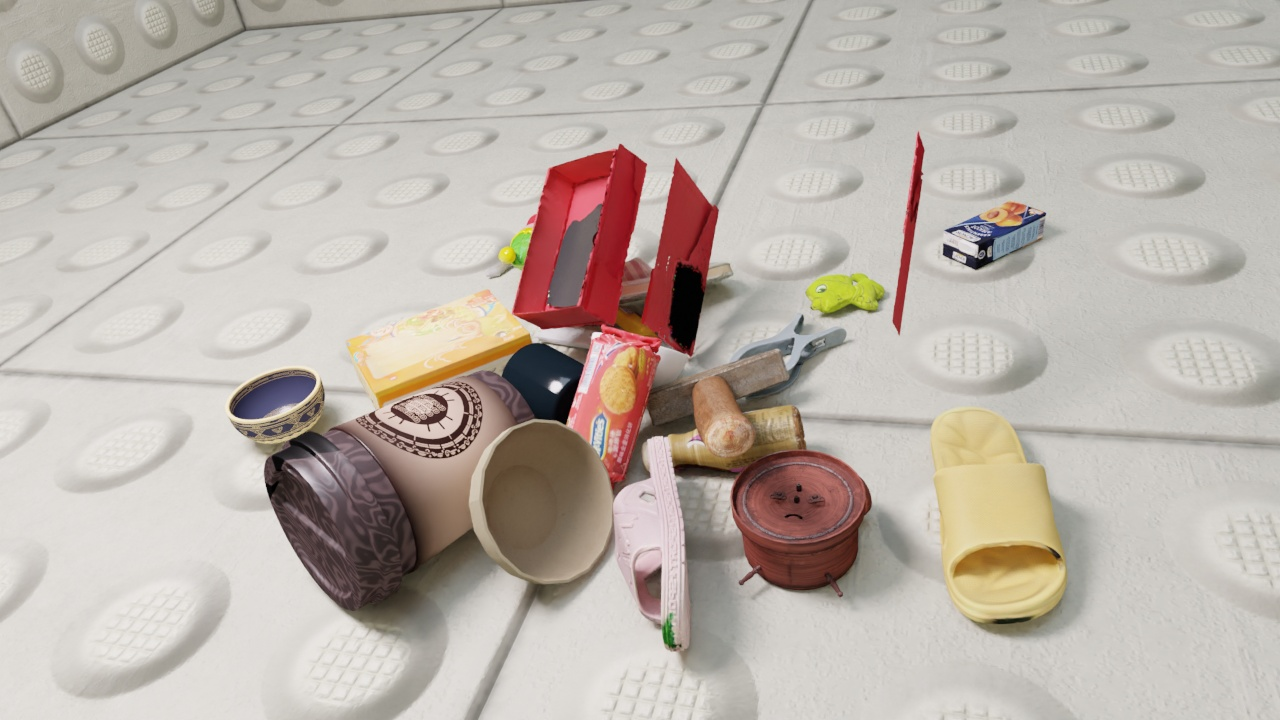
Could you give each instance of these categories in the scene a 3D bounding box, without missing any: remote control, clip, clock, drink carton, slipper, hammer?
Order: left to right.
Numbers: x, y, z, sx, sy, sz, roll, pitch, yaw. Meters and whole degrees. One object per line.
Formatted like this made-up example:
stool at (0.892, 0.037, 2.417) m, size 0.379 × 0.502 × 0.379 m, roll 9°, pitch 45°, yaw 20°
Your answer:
remote control at (-0.072, -0.027, 1.191) m, size 0.131 × 0.012 × 0.033 m, roll 10°, pitch 36°, yaw 27°
slipper at (-0.007, -0.107, 1.227) m, size 0.263 × 0.052 × 0.115 m, roll -11°, pitch -1°, yaw -7°
slipper at (0.007, 0.154, 0.830) m, size 0.064 × 0.094 × 0.238 m, roll -5°, pitch 31°, yaw 1°
clip at (0.028, -0.059, 1.185) m, size 0.056 × 0.056 × 0.102 m, roll 7°, pitch 21°, yaw -37°
hammer at (0.080, 0.044, 0.886) m, size 0.158 × 0.037 × 0.300 m, roll -19°, pitch 6°, yaw 4°
clip at (0.178, 0.000, 1.075) m, size 0.112 × 0.028 × 0.162 m, roll 25°, pitch 48°, yaw 39°
clock at (0.147, 0.137, 0.837) m, size 0.121 × 0.072 × 0.157 m, roll 2°, pitch 36°, yaw 18°
slipper at (0.315, 0.116, 0.821) m, size 0.099 × 0.078 × 0.262 m, roll -1°, pitch 34°, yaw 10°
drink carton at (0.474, -0.170, 1.235) m, size 0.129 × 0.040 × 0.064 m, roll -24°, pitch 36°, yaw -20°

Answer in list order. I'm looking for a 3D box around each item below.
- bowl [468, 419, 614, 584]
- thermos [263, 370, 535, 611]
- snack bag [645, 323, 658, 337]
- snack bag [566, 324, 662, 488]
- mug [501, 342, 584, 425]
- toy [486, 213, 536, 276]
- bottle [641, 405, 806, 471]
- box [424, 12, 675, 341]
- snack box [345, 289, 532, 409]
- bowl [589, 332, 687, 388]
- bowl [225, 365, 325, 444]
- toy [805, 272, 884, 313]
bowl at (-0.099, 0.134, 0.861) m, size 0.051 × 0.152 × 0.151 m, roll -21°, pitch 18°, yaw 46°
thermos at (-0.220, 0.112, 0.896) m, size 0.173 × 0.173 × 0.225 m, roll 23°, pitch 39°, yaw 39°
snack bag at (-0.012, -0.049, 1.198) m, size 0.026 × 0.020 × 0.099 m, roll 0°, pitch 24°, yaw -35°
snack bag at (-0.036, 0.052, 0.962) m, size 0.082 × 0.082 × 0.176 m, roll 11°, pitch 78°, yaw 28°
mug at (-0.085, 0.035, 1.054) m, size 0.121 × 0.085 × 0.094 m, roll -1°, pitch 21°, yaw -45°
toy at (-0.167, -0.171, 1.367) m, size 0.124 × 0.097 × 0.131 m, roll 5°, pitch 55°, yaw 32°
bottle at (0.084, 0.087, 0.943) m, size 0.166 × 0.060 × 0.059 m, roll -11°, pitch 33°, yaw 15°
box at (-0.120, -0.175, 1.021) m, size 0.198 × 0.351 × 0.216 m, roll -1°, pitch 72°, yaw 41°
snack box at (-0.244, 0.002, 1.132) m, size 0.195 × 0.081 × 0.145 m, roll -23°, pitch 36°, yaw -20°
bowl at (-0.006, 0.006, 1.063) m, size 0.115 × 0.050 × 0.115 m, roll 14°, pitch -3°, yaw 1°
bowl at (-0.433, 0.063, 1.109) m, size 0.112 × 0.061 × 0.112 m, roll -7°, pitch 34°, yaw 5°
toy at (0.260, -0.086, 1.173) m, size 0.094 × 0.036 × 0.094 m, roll 18°, pitch 44°, yaw 24°
